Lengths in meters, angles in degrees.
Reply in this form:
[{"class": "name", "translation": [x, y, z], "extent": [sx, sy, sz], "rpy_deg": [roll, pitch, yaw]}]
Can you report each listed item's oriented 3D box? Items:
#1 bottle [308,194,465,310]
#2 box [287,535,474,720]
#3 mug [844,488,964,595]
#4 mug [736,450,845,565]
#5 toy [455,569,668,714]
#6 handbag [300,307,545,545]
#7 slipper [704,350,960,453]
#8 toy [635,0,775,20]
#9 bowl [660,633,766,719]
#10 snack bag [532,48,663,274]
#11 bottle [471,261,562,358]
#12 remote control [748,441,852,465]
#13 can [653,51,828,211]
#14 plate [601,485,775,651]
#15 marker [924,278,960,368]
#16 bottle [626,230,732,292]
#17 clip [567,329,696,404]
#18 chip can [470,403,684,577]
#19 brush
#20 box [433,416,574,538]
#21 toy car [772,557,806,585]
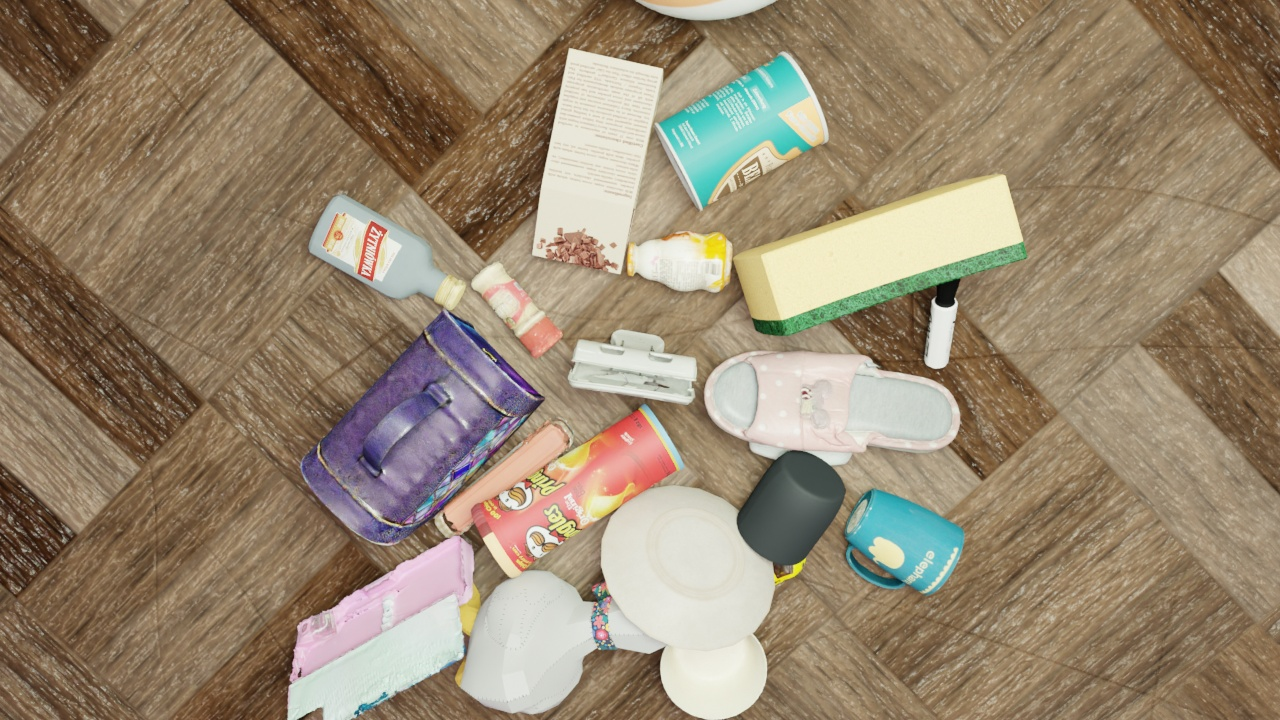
[{"class": "bottle", "translation": [-0.264, -0.107, 0.975], "extent": [0.161, 0.046, 0.072], "rpy_deg": [29, 97, -3]}, {"class": "box", "translation": [-0.275, 0.296, 0.969], "extent": [0.231, 0.159, 0.035], "rpy_deg": [-31, 125, 11]}, {"class": "mug", "translation": [0.273, 0.200, 0.993], "extent": [0.104, 0.084, 0.112], "rpy_deg": [30, 126, 3]}, {"class": "mug", "translation": [0.174, 0.152, 0.976], "extent": [0.085, 0.121, 0.095], "rpy_deg": [53, 129, 35]}, {"class": "toy", "translation": [-0.085, 0.289, 0.963], "extent": [0.268, 0.246, 0.141], "rpy_deg": [-9, 99, 25]}, {"class": "handbag", "translation": [-0.208, 0.062, 0.903], "extent": [0.125, 0.222, 0.205], "rpy_deg": [44, 95, 4]}, {"class": "slipper", "translation": [0.203, 0.043, 0.960], "extent": [0.274, 0.054, 0.114], "rpy_deg": [5, 68, -4]}, {"class": "toy", "translation": [0.047, -0.445, 0.810], "extent": [0.266, 0.280, 0.263], "rpy_deg": [5, 99, 29]}, {"class": "bowl", "translation": [0.080, 0.329, 1.017], "extent": [0.115, 0.062, 0.115], "rpy_deg": [0, 97, 2]}, {"class": "snack bag", "translation": [-0.045, -0.200, 0.945], "extent": [0.094, 0.070, 0.206], "rpy_deg": [12, 98, 0]}, {"class": "bottle", "translation": [-0.132, -0.054, 0.981], "extent": [0.044, 0.044, 0.109], "rpy_deg": [-41, 93, 6]}, {"class": "remote control", "translation": [0.176, 0.083, 0.999], "extent": [0.114, 0.028, 0.060], "rpy_deg": [8, 97, 0]}, {"class": "can", "translation": [0.100, -0.229, 0.923], "extent": [0.144, 0.099, 0.099], "rpy_deg": [-28, 96, 5]}, {"class": "plate", "translation": [0.053, 0.205, 0.952], "extent": [0.189, 0.188, 0.027], "rpy_deg": [20, 138, -1]}, {"class": "marker", "translation": [0.311, -0.042, 0.945], "extent": [0.025, 0.025, 0.126], "rpy_deg": [-8, 136, 2]}, {"class": "bottle", "translation": [0.041, -0.104, 0.959], "extent": [0.108, 0.063, 0.063], "rpy_deg": [3, 98, 2]}, {"class": "clip", "translation": [-0.006, 0.005, 0.937], "extent": [0.125, 0.147, 0.082], "rpy_deg": [11, 105, 0]}, {"class": "chip can", "translation": [-0.065, 0.136, 0.966], "extent": [0.213, 0.087, 0.087], "rpy_deg": [-31, 96, -6]}, {"class": "brush", "translation": [0.221, -0.102, 0.889], "extent": [0.250, 0.195, 0.075], "rpy_deg": [-18, 97, 4]}, {"class": "box", "translation": [-0.151, 0.130, 1.007], "extent": [0.187, 0.053, 0.058], "rpy_deg": [-40, 127, 7]}, {"class": "toy car", "translation": [0.135, 0.232, 1.020], "extent": [0.107, 0.030, 0.049], "rpy_deg": [-30, 95, 4]}]
